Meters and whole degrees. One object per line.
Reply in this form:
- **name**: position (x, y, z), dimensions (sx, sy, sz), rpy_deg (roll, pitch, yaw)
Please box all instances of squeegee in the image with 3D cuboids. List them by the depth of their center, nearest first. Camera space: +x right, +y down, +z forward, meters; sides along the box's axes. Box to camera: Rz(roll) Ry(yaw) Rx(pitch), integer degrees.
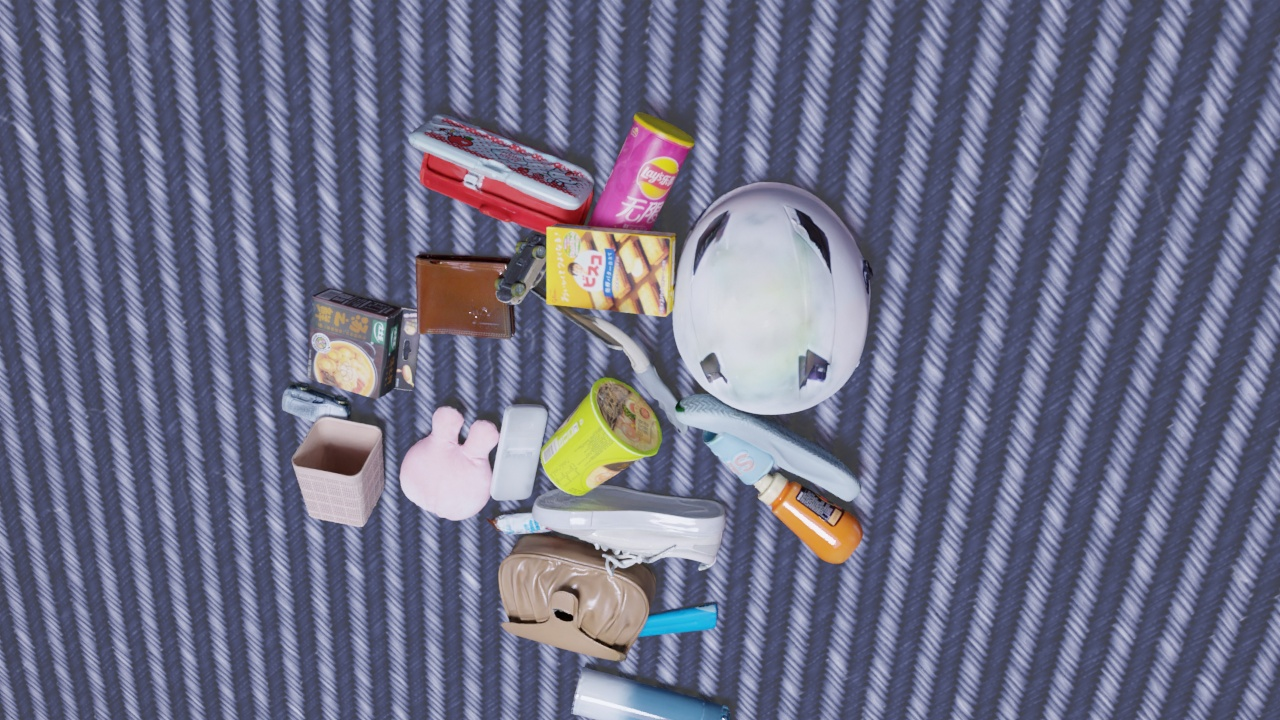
- **squeegee**: position (-0.006, 0.006, 1.069), dimensions (0.039, 0.246, 0.246), rpy_deg (-47, 124, -5)

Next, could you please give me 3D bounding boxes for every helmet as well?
- **helmet**: position (0.134, -0.057, 0.990), dimensions (0.229, 0.145, 0.259), rpy_deg (0, 105, 13)

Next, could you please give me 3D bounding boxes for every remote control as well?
- **remote control**: position (-0.156, 0.117, 1.168), dimensions (0.055, 0.020, 0.136), rpy_deg (2, 115, -27)

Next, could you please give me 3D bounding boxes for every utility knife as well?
- **utility knife**: position (0.029, 0.354, 1.238), dimensions (0.159, 0.018, 0.034), rpy_deg (-12, 104, 16)

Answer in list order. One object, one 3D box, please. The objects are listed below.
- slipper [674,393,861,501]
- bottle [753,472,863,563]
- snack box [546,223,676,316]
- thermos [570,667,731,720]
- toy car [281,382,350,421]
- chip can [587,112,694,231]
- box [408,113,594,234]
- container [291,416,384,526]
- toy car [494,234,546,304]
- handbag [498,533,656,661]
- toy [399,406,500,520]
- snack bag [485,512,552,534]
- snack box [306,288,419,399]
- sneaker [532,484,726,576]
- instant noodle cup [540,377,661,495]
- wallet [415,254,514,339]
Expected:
- **slipper**: position (0.145, 0.110, 1.081), dimensions (0.245, 0.104, 0.074), rpy_deg (27, 100, -9)
- **bottle**: position (0.199, 0.185, 1.126), dimensions (0.149, 0.066, 0.067), rpy_deg (37, 112, 3)
- **snack box**: position (-0.033, -0.099, 0.993), dimensions (0.140, 0.033, 0.087), rpy_deg (8, 109, 16)
- **thermos**: position (0.017, 0.482, 1.262), dimensions (0.220, 0.070, 0.070), rpy_deg (14, 112, 4)
- **toy car**: position (-0.424, 0.061, 1.197), dimensions (0.090, 0.034, 0.043), rpy_deg (19, 109, 0)
- **chip can**: position (-0.017, -0.164, 1.023), dimensions (0.071, 0.071, 0.211), rpy_deg (27, 112, -1)
- **box**: position (-0.157, -0.199, 1.019), dimensions (0.201, 0.101, 0.095), rpy_deg (22, 111, 2)
- **container**: position (-0.383, 0.147, 1.181), dimensions (0.090, 0.090, 0.111), rpy_deg (10, 131, 4)
- **toy car**: position (-0.134, -0.103, 1.065), dimensions (0.035, 0.042, 0.090), rpy_deg (40, 76, -42)
- **handbag**: position (-0.088, 0.314, 1.198), dimensions (0.204, 0.099, 0.148), rpy_deg (11, 110, 10)
- **toy**: position (-0.241, 0.133, 1.181), dimensions (0.121, 0.054, 0.160), rpy_deg (24, 113, -8)
- **snack bag**: position (-0.149, 0.214, 1.206), dimensions (0.104, 0.026, 0.048), rpy_deg (-7, 149, 11)
- **snack box**: position (-0.347, -0.020, 1.149), dimensions (0.126, 0.053, 0.113), rpy_deg (15, 112, 9)
- **sneaker**: position (-0.016, 0.217, 1.158), dimensions (0.242, 0.089, 0.091), rpy_deg (6, 106, 0)
- **instant noodle cup**: position (-0.054, 0.101, 1.117), dimensions (0.111, 0.111, 0.124), rpy_deg (44, 119, -8)
- **wallet**: position (-0.214, -0.076, 1.112), dimensions (0.124, 0.032, 0.101), rpy_deg (4, 113, 9)
